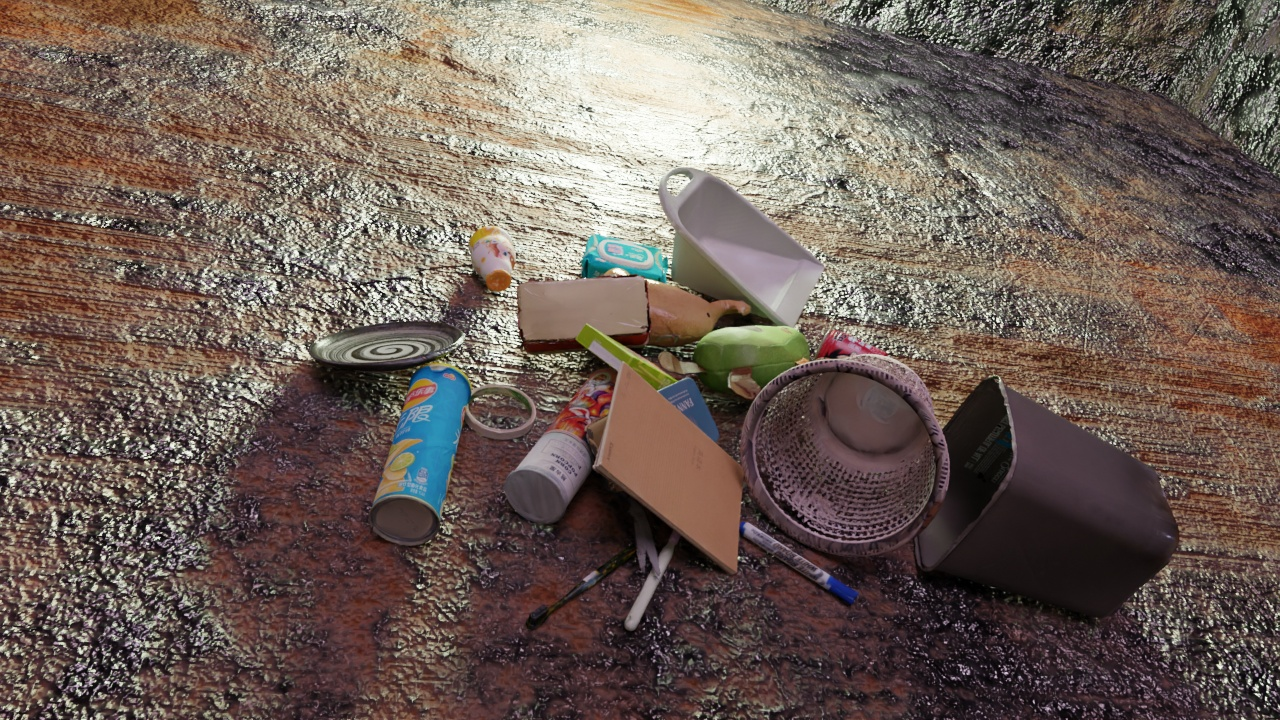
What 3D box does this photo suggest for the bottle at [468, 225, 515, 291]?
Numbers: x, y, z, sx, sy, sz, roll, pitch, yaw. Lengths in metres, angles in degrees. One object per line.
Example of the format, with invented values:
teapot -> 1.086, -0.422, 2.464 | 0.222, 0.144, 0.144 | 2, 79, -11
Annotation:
bottle -> -0.207, -0.141, 1.294 | 0.063, 0.063, 0.108 | 2, 39, -19

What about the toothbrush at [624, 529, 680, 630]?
toothbrush -> 0.020, 0.210, 0.960 | 0.020, 0.029, 0.189 | 55, 35, -17

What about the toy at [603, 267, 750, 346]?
toy -> 0.044, -0.068, 1.282 | 0.226, 0.083, 0.143 | 13, 39, -9

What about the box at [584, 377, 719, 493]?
box -> 0.019, 0.081, 1.044 | 0.183, 0.061, 0.090 | -25, 88, -54

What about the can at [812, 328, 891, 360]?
can -> 0.298, 0.001, 1.302 | 0.094, 0.067, 0.066 | 29, 38, 16

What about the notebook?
notebook -> 0.038, 0.114, 0.984 | 0.211, 0.012, 0.149 | 42, 37, -26

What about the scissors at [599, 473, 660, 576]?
scissors -> -0.010, 0.166, 0.996 | 0.147, 0.014, 0.171 | 28, 32, 17

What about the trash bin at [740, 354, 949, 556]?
trash bin -> 0.254, 0.086, 1.073 | 0.227, 0.228, 0.191 | 29, 25, 16

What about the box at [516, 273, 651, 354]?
box -> -0.072, -0.063, 1.172 | 0.168, 0.080, 0.091 | -4, 77, -4

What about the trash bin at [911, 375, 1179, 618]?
trash bin -> 0.459, 0.165, 1.057 | 0.220, 0.199, 0.198 | 22, 36, -3

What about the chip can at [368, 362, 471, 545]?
chip can -> -0.228, 0.093, 0.970 | 0.071, 0.071, 0.209 | 11, 36, -8

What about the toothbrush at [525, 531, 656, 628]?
toothbrush -> -0.045, 0.216, 0.926 | 0.012, 0.017, 0.185 | 34, 39, 27

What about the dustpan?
dustpan -> 0.147, -0.191, 1.395 | 0.258, 0.143, 0.222 | 17, 37, 15

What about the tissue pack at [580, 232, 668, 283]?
tissue pack -> -0.023, -0.141, 1.377 | 0.133, 0.050, 0.093 | 12, 35, -8

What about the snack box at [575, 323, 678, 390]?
snack box -> -0.007, 0.007, 1.130 | 0.086, 0.026, 0.156 | 35, 3, 34

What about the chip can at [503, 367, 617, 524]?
chip can -> -0.072, 0.090, 1.037 | 0.071, 0.071, 0.214 | 24, 36, 9

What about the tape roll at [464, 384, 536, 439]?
tape roll -> -0.167, 0.060, 1.086 | 0.085, 0.014, 0.085 | 11, 37, -8

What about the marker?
marker -> 0.171, 0.221, 1.006 | 0.146, 0.017, 0.016 | 31, 39, 19

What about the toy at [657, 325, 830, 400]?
toy -> 0.144, -0.002, 1.206 | 0.227, 0.090, 0.246 | 10, 14, 35

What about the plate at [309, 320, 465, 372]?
plate -> -0.297, -0.013, 1.089 | 0.179, 0.024, 0.179 | -2, 17, 1
